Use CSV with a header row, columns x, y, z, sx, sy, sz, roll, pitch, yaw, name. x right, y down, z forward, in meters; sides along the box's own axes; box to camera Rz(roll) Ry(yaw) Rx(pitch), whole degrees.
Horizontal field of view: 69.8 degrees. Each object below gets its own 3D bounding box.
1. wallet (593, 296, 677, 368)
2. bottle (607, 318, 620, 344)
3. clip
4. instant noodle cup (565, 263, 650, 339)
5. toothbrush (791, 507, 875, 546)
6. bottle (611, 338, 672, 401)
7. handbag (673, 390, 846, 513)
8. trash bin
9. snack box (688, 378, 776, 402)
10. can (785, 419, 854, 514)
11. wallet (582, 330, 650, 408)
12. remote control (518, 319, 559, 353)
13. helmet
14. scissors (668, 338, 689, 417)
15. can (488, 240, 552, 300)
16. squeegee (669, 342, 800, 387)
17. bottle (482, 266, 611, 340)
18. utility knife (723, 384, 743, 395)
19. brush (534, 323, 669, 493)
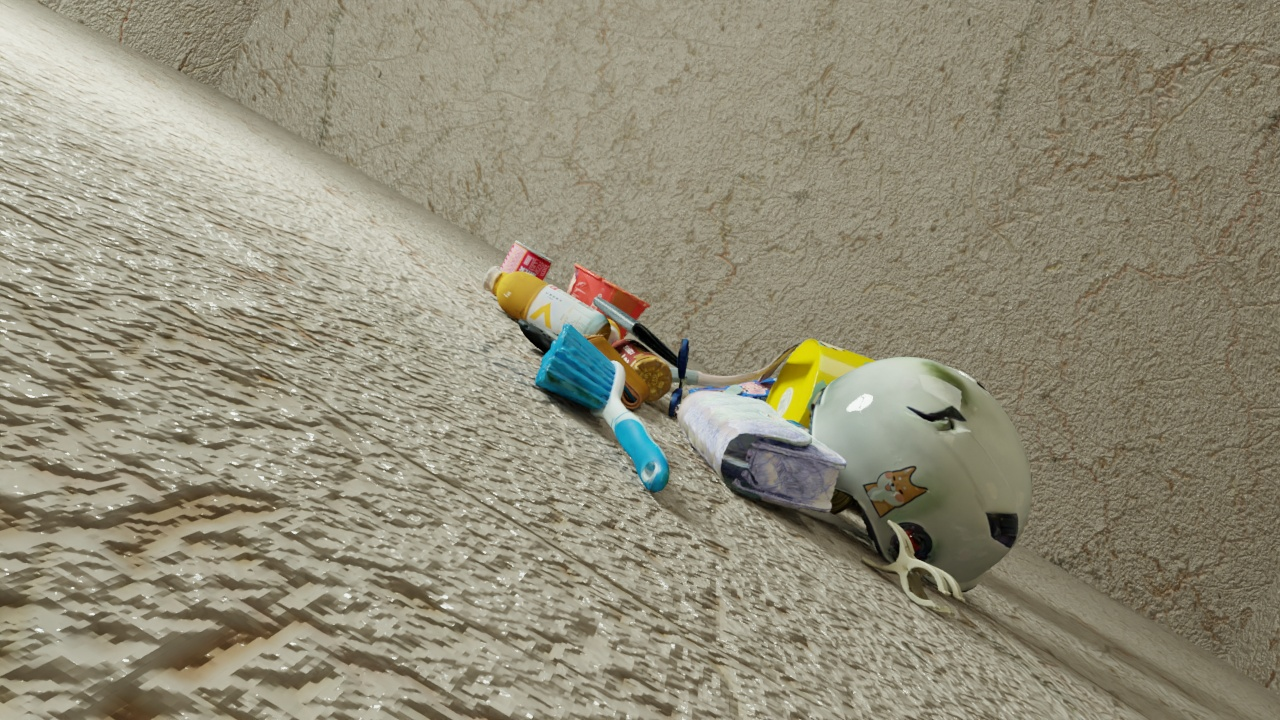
x,y,z,sx,sy,sz,roll,pitch,yaw,name
-0.002,-0.037,1.235,0.121,0.019,0.097,39,-1,-43,wallet
-0.075,-0.043,1.347,0.063,0.063,0.108,27,5,-33,bottle
0.249,0.192,0.837,0.034,0.071,0.100,26,9,-34,clip
-0.071,-0.077,1.472,0.138,0.108,0.138,30,4,-3,instant noodle cup
0.213,0.175,0.987,0.180,0.016,0.016,28,10,-29,toothbrush
-0.007,0.007,1.229,0.057,0.057,0.175,28,4,-19,bottle
0.120,0.087,0.945,0.134,0.075,0.194,15,6,-14,handbag
0.321,0.102,1.306,0.255,0.229,0.229,23,5,-9,trash bin
0.163,0.058,1.453,0.157,0.026,0.084,-7,15,-14,snack box
0.202,0.125,1.098,0.075,0.075,0.111,26,5,-42,can
-0.036,0.005,1.075,0.119,0.035,0.130,44,5,3,wallet
-0.103,-0.018,1.094,0.053,0.024,0.136,39,7,29,remote control
0.326,0.103,0.996,0.274,0.157,0.229,47,42,6,helmet
0.053,0.027,1.202,0.012,0.164,0.162,9,30,6,scissors
-0.185,-0.128,1.409,0.066,0.094,0.066,30,4,-2,can
0.091,0.020,1.359,0.249,0.040,0.248,-1,-10,-1,squeegee
-0.131,-0.070,1.247,0.189,0.068,0.068,30,4,16,bottle
0.112,0.058,1.339,0.034,0.018,0.237,31,18,15,utility knife
-0.035,0.033,0.779,0.109,0.060,0.314,32,6,-8,brush
